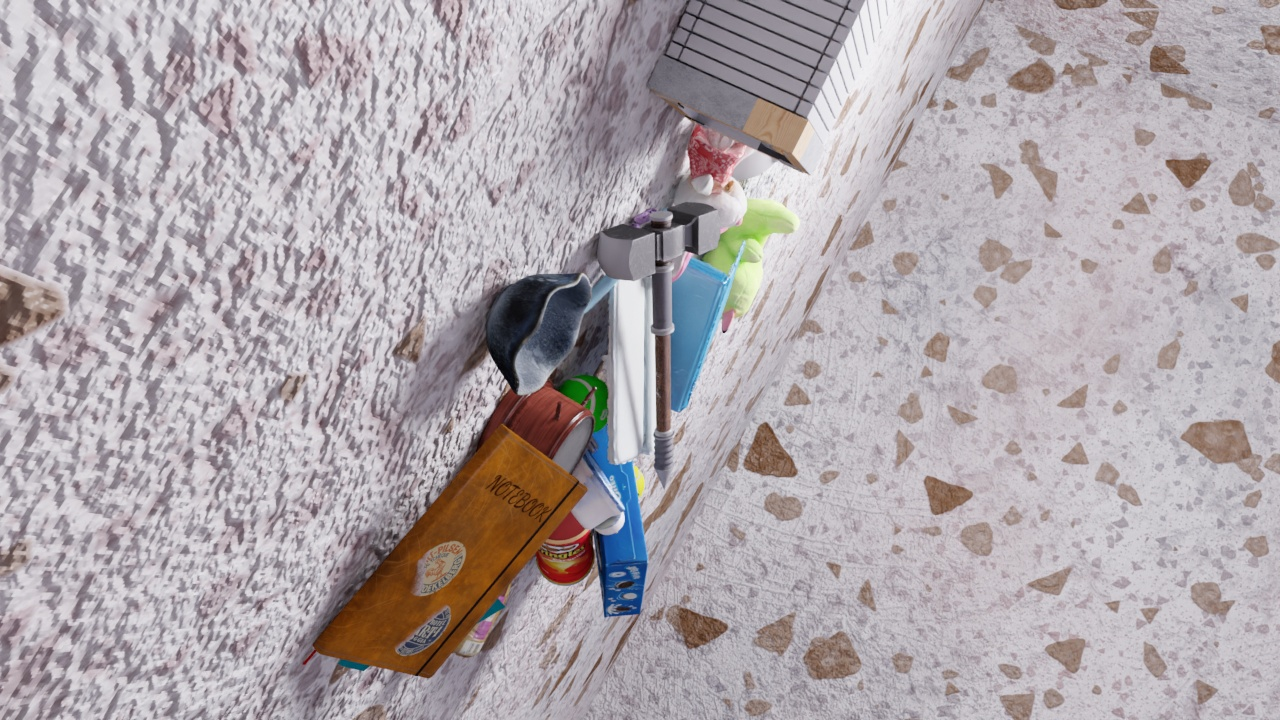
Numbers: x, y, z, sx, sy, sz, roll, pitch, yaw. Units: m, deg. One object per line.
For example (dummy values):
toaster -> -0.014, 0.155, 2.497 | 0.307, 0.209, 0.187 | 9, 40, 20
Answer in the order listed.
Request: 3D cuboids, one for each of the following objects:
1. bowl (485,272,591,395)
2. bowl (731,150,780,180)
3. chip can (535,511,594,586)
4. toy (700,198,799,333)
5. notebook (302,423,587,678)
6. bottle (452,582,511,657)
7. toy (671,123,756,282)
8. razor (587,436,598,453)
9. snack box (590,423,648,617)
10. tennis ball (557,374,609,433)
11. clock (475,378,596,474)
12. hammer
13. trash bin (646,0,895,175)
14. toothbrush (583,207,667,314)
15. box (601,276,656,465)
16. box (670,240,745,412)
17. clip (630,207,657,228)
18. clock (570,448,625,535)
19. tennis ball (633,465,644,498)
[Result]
bowl -> -0.091, -0.030, 0.751 | 0.110, 0.055, 0.110 | -56, 166, -23
bowl -> 0.161, -0.295, 1.123 | 0.176, 0.066, 0.177 | -56, 166, -23
chip can -> -0.099, 0.220, 1.166 | 0.086, 0.087, 0.214 | -55, 166, -25
toy -> 0.137, -0.142, 1.297 | 0.197, 0.107, 0.150 | -56, -168, 14
notebook -> -0.160, 0.186, 0.820 | 0.249, 0.014, 0.178 | -50, 147, -5
bottle -> -0.167, 0.238, 1.004 | 0.166, 0.060, 0.059 | -62, 167, -2
toy -> 0.081, -0.189, 1.008 | 0.158, 0.084, 0.195 | -46, 161, -41
razor -> -0.101, 0.120, 1.060 | 0.116, 0.047, 0.088 | -51, 165, -10
snack box -> -0.034, 0.217, 1.229 | 0.239, 0.056, 0.195 | 96, -13, -59
tennis ball -> -0.061, 0.048, 0.998 | 0.065, 0.065, 0.065 | -56, 166, -23
clock -> -0.106, 0.093, 0.909 | 0.158, 0.072, 0.120 | -66, 166, 16
hammer -> 0.024, 0.001, 0.972 | 0.155, 0.043, 0.323 | -26, 126, -40
trash bin -> 0.139, -0.318, 0.829 | 0.247, 0.142, 0.142 | -64, 166, 11
toothbrush -> -0.016, -0.100, 0.935 | 0.154, 0.016, 0.022 | -49, -177, -15
box -> -0.002, 0.006, 1.029 | 0.191, 0.045, 0.209 | 2, 89, -75
box -> 0.061, -0.055, 1.193 | 0.111, 0.094, 0.232 | -51, 162, -45
clip -> 0.006, -0.149, 0.963 | 0.043, 0.014, 0.051 | -60, 169, -4
clock -> -0.055, 0.147, 1.017 | 0.052, 0.089, 0.125 | -34, 145, -4
tennis ball -> -0.026, 0.191, 1.415 | 0.065, 0.065, 0.065 | -56, 166, -23
